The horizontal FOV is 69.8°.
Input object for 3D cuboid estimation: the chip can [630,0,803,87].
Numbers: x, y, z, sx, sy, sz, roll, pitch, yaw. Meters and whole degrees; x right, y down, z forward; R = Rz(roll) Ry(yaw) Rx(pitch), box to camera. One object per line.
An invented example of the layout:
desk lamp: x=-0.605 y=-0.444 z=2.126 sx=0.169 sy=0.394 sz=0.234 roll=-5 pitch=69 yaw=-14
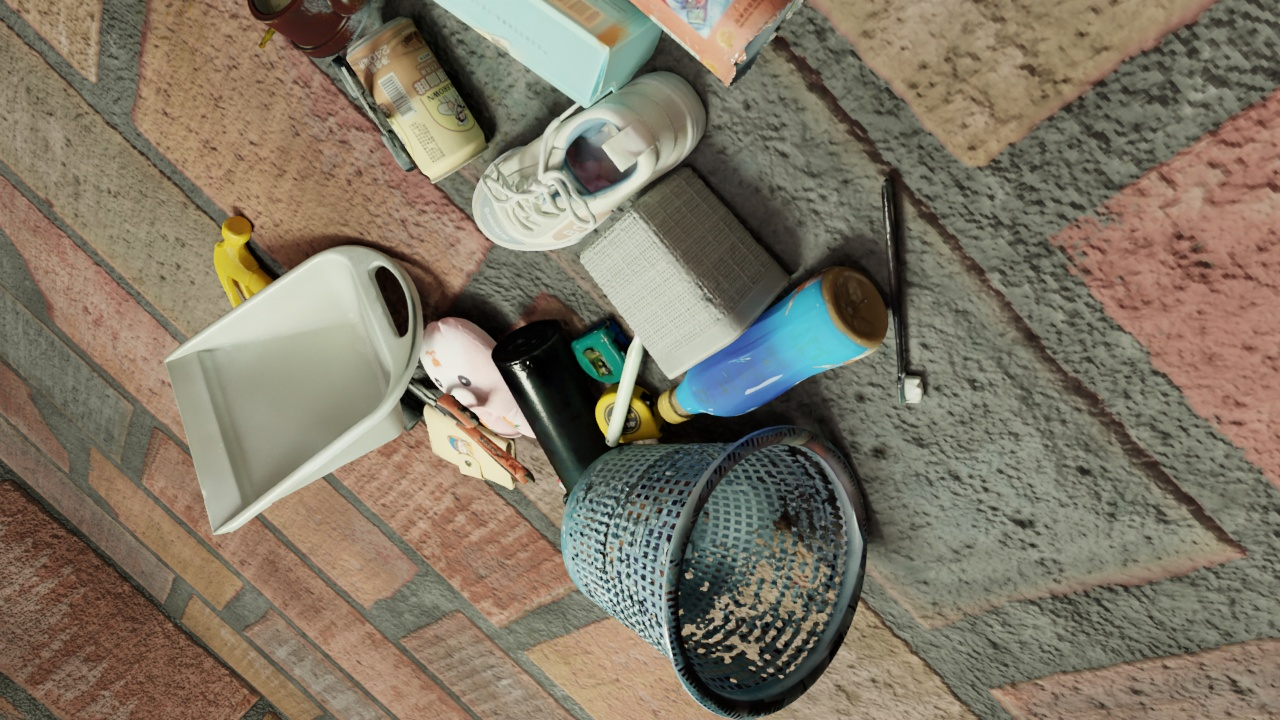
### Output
chip can: x=-0.007 y=-0.254 z=0.531 sx=0.214 sy=0.071 sz=0.071 roll=41 pitch=140 yaw=-1

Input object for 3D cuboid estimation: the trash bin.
trash bin: x=0.045 y=0.155 z=0.775 sx=0.195 sy=0.226 sz=0.227 roll=7 pitch=131 yaw=50

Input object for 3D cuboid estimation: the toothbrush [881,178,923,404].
toothbrush: x=0.177 y=-0.041 z=0.624 sx=0.018 sy=0.015 sz=0.181 roll=3 pitch=129 yaw=28

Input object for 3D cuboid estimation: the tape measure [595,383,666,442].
tape measure: x=-0.011 y=0.047 z=0.839 sx=0.060 sy=0.028 sz=0.057 roll=-11 pitch=117 yaw=26

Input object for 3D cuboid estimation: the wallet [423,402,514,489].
wallet: x=-0.191 y=0.100 z=1.034 sx=0.115 sy=0.024 sz=0.087 roll=20 pitch=137 yaw=21

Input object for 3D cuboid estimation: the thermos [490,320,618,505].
thermos: x=-0.070 y=0.081 z=0.883 sx=0.090 sy=0.068 sz=0.243 roll=-3 pitch=124 yaw=33

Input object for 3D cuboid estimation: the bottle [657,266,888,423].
bottle: x=0.086 y=0.001 z=0.694 sx=0.065 sy=0.065 sz=0.219 roll=48 pitch=139 yaw=-9

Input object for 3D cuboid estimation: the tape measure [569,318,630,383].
tape measure: x=-0.033 y=-0.005 z=0.812 sx=0.058 sy=0.025 sz=0.054 roll=-24 pitch=109 yaw=48

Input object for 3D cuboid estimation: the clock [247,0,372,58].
clock: x=-0.235 y=-0.278 z=0.676 sx=0.122 sy=0.055 sz=0.082 roll=-19 pitch=70 yaw=27

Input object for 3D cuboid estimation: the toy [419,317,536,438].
toy: x=-0.157 y=0.023 z=0.915 sx=0.122 sy=0.054 sz=0.159 roll=-7 pitch=128 yaw=51

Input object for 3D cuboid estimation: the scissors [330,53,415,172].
scissors: x=-0.211 y=-0.197 z=0.722 sx=0.159 sy=0.014 sz=0.181 roll=53 pitch=173 yaw=19

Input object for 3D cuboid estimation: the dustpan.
dustpan: x=-0.338 y=0.004 z=0.904 sx=0.222 sy=0.257 sz=0.143 roll=61 pitch=162 yaw=25

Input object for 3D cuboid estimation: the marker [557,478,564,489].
marker: x=-0.031 y=0.172 z=0.979 sx=0.145 sy=0.017 sz=0.017 roll=42 pitch=140 yaw=-2

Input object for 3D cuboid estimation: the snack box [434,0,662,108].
snack box: x=-0.075 y=-0.242 z=0.591 sx=0.175 sy=0.074 sz=0.052 roll=37 pitch=140 yaw=5

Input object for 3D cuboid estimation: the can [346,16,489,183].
can: x=-0.172 y=-0.202 z=0.716 sx=0.059 sy=0.058 sz=0.116 roll=-13 pitch=118 yaw=44

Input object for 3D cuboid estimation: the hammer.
hammer: x=-0.367 y=-0.029 z=1.046 sx=0.300 sy=0.032 sz=0.129 roll=42 pitch=141 yaw=-1

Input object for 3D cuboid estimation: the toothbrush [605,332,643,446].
toothbrush: x=-0.005 y=0.005 z=0.779 sx=0.029 sy=0.020 sz=0.190 roll=52 pitch=139 yaw=37

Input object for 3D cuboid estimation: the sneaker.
sneaker: x=-0.060 y=-0.125 z=0.675 sx=0.243 sy=0.090 sz=0.089 roll=-20 pitch=111 yaw=47

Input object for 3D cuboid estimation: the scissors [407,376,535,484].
scissors: x=-0.191 y=0.058 z=0.950 sx=0.189 sy=0.015 sz=0.227 roll=46 pitch=165 yaw=-17

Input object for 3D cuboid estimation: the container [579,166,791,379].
container: x=0.029 y=-0.066 z=0.662 sx=0.114 sy=0.090 sz=0.090 roll=50 pitch=139 yaw=-6
